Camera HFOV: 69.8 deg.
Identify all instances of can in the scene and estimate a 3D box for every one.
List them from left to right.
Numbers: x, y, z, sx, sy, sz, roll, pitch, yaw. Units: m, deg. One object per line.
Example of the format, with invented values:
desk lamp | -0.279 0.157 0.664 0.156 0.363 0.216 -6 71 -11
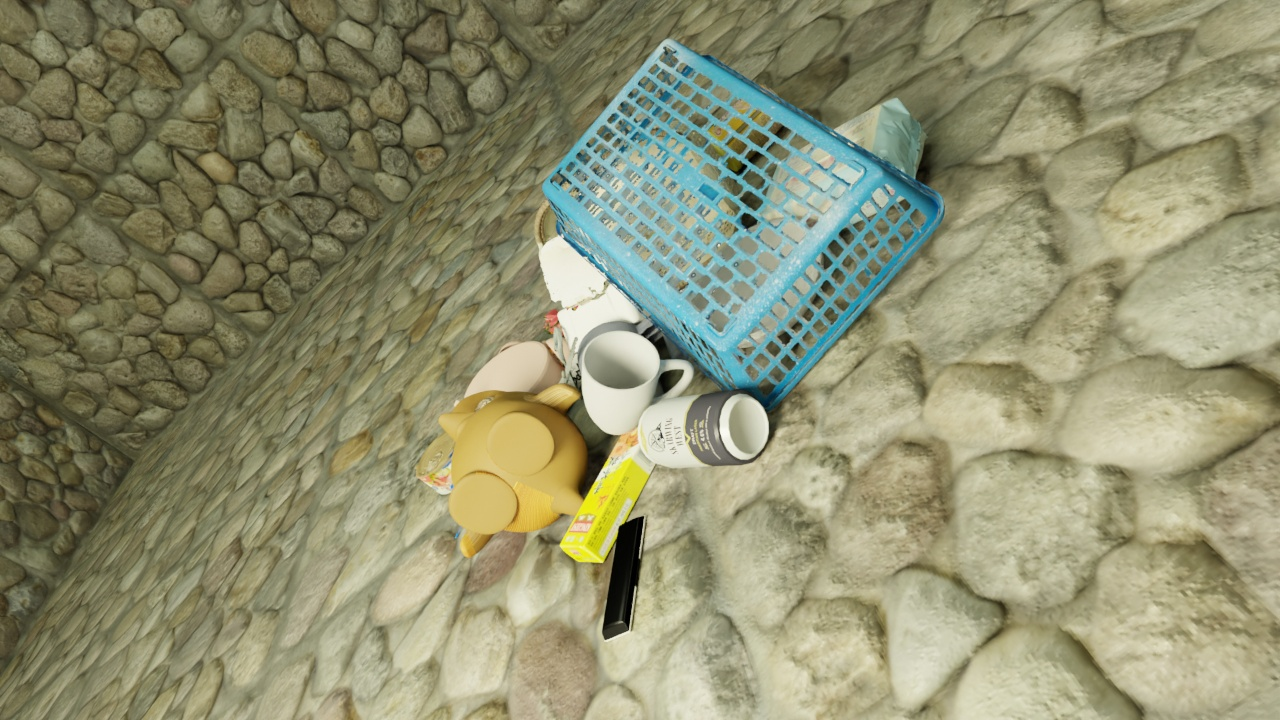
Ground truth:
can | -0.250 0.129 1.198 0.086 0.043 0.086 -36 27 21
can | 0.051 0.063 0.818 0.128 0.064 0.064 -11 42 50
can | 0.140 -0.310 1.224 0.105 0.067 0.067 -44 25 3

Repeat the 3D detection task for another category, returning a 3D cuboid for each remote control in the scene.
remote control | -0.015 0.185 0.798 0.028 0.012 0.124 -31 29 29

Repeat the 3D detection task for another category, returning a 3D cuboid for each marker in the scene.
marker | -0.078 0.013 1.131 0.025 0.025 0.125 -13 40 48

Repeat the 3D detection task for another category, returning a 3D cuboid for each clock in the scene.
clock | -0.162 0.029 1.156 0.131 0.086 0.160 -3 39 41

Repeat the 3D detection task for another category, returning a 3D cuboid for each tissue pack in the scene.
tissue pack | 0.203 -0.184 0.946 0.182 0.070 0.111 -25 32 41

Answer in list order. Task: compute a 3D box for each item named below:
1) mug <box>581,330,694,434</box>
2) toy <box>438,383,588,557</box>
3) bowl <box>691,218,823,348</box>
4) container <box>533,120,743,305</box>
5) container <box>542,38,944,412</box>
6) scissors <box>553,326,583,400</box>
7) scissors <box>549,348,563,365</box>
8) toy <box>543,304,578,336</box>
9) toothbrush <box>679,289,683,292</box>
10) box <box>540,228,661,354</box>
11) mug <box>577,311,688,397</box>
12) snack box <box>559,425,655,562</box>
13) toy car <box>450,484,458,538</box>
mug | -0.003 0.026 0.876 0.107 0.090 0.071 -6 52 -9
toy | -0.135 0.092 0.965 0.199 0.162 0.203 -58 14 6
bowl | 0.123 -0.069 0.916 0.150 0.043 0.149 -27 43 28
container | 0.003 -0.179 1.122 0.247 0.184 0.142 -29 20 27
container | 0.067 -0.154 0.880 0.257 0.089 0.362 -49 53 5
scissors | -0.083 0.025 1.021 0.141 0.014 0.174 -110 23 -46
scissors | -0.142 0.010 1.247 0.125 0.011 0.127 -1 49 53
toy | -0.094 -0.055 1.230 0.084 0.046 0.103 -39 15 -12
toothbrush | 0.099 -0.095 1.035 0.168 0.014 0.014 -23 23 40
box | -0.053 -0.088 1.061 0.109 0.137 0.125 -28 -9 31
mug | -0.006 0.006 0.968 0.124 0.084 0.104 -37 28 12
snack box | -0.023 0.124 0.881 0.040 0.029 0.147 -11 42 50
toy car | -0.192 0.164 1.099 0.091 0.062 0.033 -24 13 -29
